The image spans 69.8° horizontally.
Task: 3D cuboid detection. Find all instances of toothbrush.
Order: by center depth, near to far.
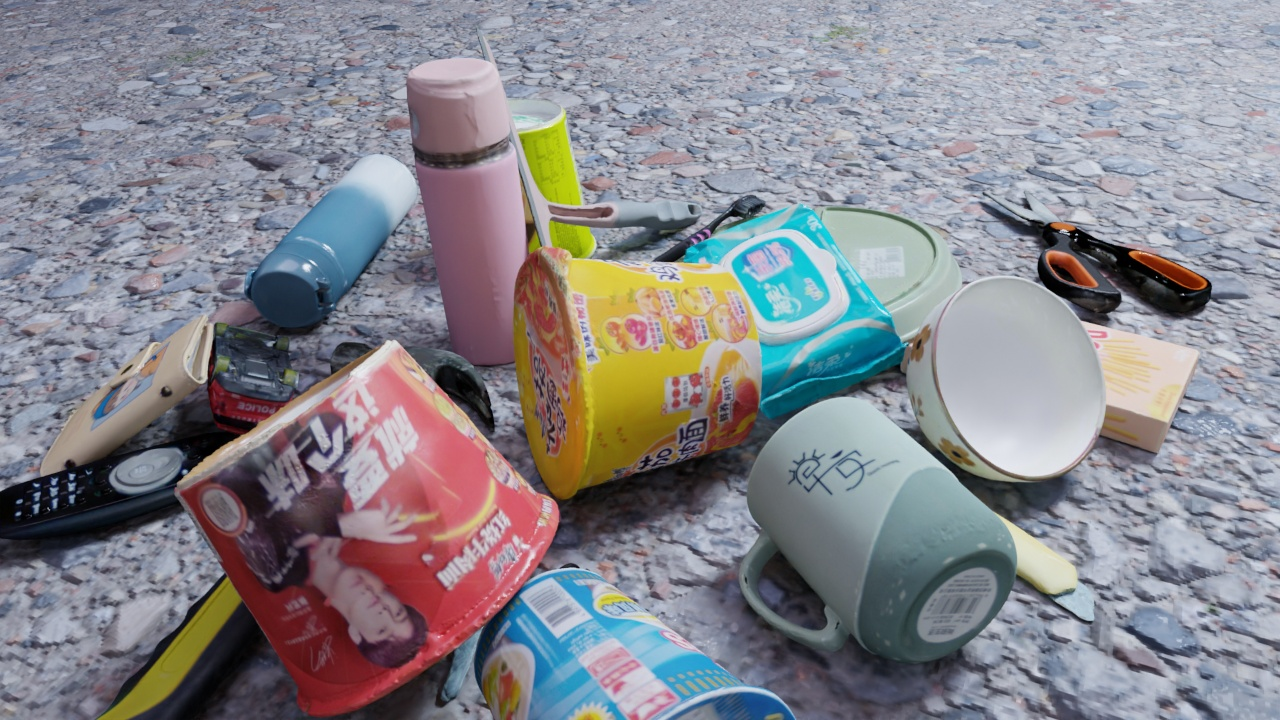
[{"bbox_3d":[0.037,-0.087,0.699,0.018,0.014,0.188,24,45,33],"label":"toothbrush"}]

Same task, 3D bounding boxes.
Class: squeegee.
[{"bbox_3d":[-0.024,-0.117,0.726,0.040,0.247,0.249,-19,-4,33],"label":"squeegee"}]

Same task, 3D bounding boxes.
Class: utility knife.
[{"bbox_3d":[0.165,0.079,0.483,0.030,0.018,0.166,-28,39,-26],"label":"utility knife"}]

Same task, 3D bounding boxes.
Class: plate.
[{"bbox_3d":[0.114,-0.064,0.672,0.230,0.027,0.229,-9,30,5],"label":"plate"}]

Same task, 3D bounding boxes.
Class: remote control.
[{"bbox_3d":[-0.300,0.075,0.529,0.136,0.024,0.053,-16,33,-21],"label":"remote control"}]

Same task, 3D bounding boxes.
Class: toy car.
[{"bbox_3d":[-0.256,0.010,0.596,0.053,0.045,0.120,16,14,-28],"label":"toy car"}]

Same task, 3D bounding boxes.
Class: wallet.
[{"bbox_3d":[-0.316,0.022,0.573,0.115,0.024,0.087,-36,36,7],"label":"wallet"}]

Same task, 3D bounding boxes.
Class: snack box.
[{"bbox_3d":[0.257,0.001,0.583,0.157,0.026,0.084,19,41,32],"label":"snack box"}]

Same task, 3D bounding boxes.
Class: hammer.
[{"bbox_3d":[-0.179,0.086,0.493,0.126,0.032,0.322,4,34,14],"label":"hammer"}]

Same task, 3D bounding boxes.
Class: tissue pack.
[{"bbox_3d":[0.090,-0.031,0.558,0.093,0.050,0.133,-24,51,-2],"label":"tissue pack"}]

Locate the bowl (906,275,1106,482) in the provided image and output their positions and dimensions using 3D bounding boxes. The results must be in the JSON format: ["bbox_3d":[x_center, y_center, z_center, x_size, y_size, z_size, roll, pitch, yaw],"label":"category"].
[{"bbox_3d":[0.195,0.014,0.519,0.113,0.113,0.062,-20,-5,-23],"label":"bowl"}]

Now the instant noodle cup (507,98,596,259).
[{"bbox_3d":[-0.097,-0.145,0.754,0.112,0.124,0.111,-3,33,2],"label":"instant noodle cup"}]

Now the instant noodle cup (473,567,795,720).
[{"bbox_3d":[-0.012,0.136,0.351,0.099,0.099,0.110,-21,30,-25],"label":"instant noodle cup"}]

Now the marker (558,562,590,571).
[{"bbox_3d":[0.004,0.133,0.414,0.022,0.020,0.132,6,18,-45],"label":"marker"}]

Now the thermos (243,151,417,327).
[{"bbox_3d":[-0.251,-0.104,0.761,0.070,0.070,0.219,1,33,8],"label":"thermos"}]

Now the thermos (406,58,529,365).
[{"bbox_3d":[-0.115,-0.100,0.620,0.067,0.199,0.087,-20,35,-21],"label":"thermos"}]

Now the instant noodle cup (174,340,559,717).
[{"bbox_3d":[-0.121,0.064,0.398,0.138,0.108,0.137,-31,13,8],"label":"instant noodle cup"}]

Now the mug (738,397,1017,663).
[{"bbox_3d":[0.101,0.088,0.428,0.112,0.082,0.106,-40,40,1],"label":"mug"}]

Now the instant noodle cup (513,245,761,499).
[{"bbox_3d":[-0.003,0.003,0.519,0.109,0.138,0.138,-7,32,-19],"label":"instant noodle cup"}]

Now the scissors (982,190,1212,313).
[{"bbox_3d":[0.352,-0.089,0.725,0.190,0.022,0.228,15,32,18],"label":"scissors"}]

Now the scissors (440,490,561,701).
[{"bbox_3d":[-0.078,0.112,0.461,0.056,0.017,0.133,7,38,6],"label":"scissors"}]
